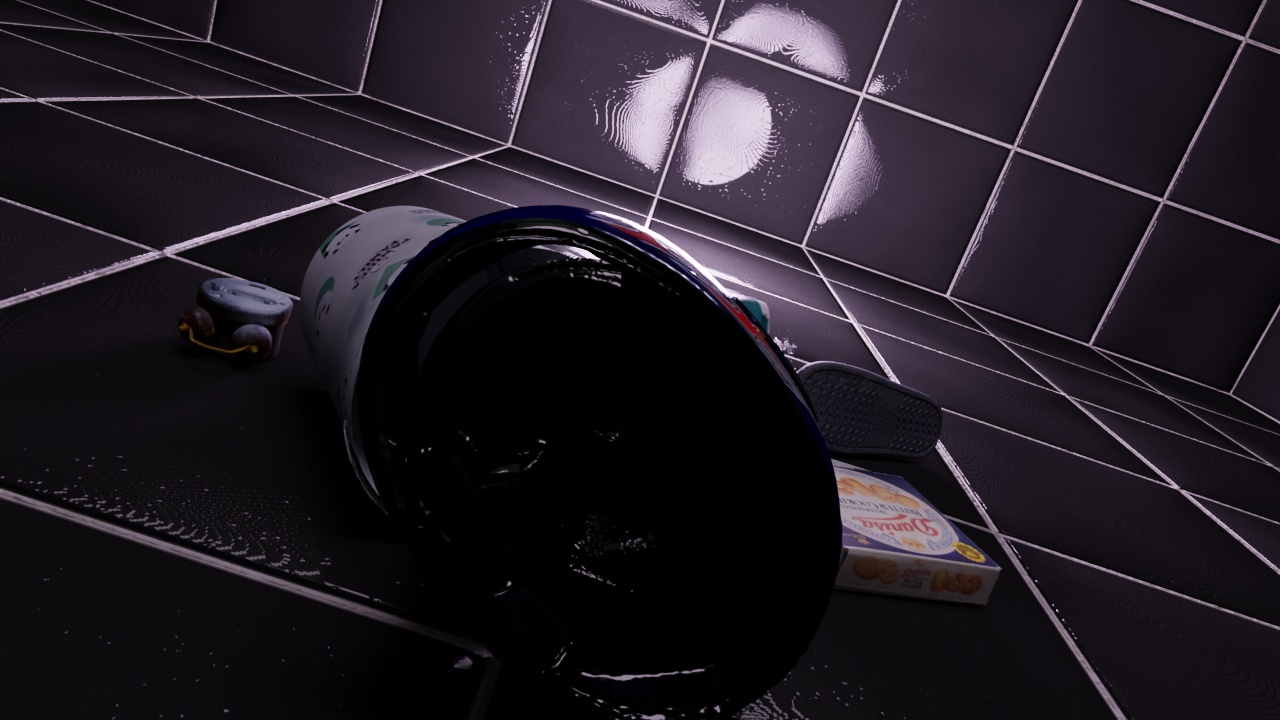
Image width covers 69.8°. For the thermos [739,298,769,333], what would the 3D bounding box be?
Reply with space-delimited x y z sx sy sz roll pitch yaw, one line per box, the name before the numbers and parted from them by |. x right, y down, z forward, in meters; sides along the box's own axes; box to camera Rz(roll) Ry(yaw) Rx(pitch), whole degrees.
thermos | 0.054 -0.046 1.157 0.224 0.073 0.073 -2 22 -15

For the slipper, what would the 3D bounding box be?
slipper | 0.277 0.068 1.184 0.267 0.110 0.083 14 1 -33

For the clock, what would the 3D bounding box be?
clock | -0.371 -0.034 0.843 0.082 0.055 0.121 17 18 -9

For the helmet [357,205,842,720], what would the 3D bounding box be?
helmet | -0.028 0.052 0.551 0.315 0.247 0.240 55 -4 -17

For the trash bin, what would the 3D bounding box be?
trash bin | -0.157 -0.014 0.749 0.229 0.230 0.252 8 15 -34

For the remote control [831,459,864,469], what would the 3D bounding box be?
remote control | 0.194 0.122 1.031 0.150 0.021 0.058 18 14 -5

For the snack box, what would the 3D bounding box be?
snack box | 0.225 0.162 0.899 0.177 0.046 0.182 11 18 -22
